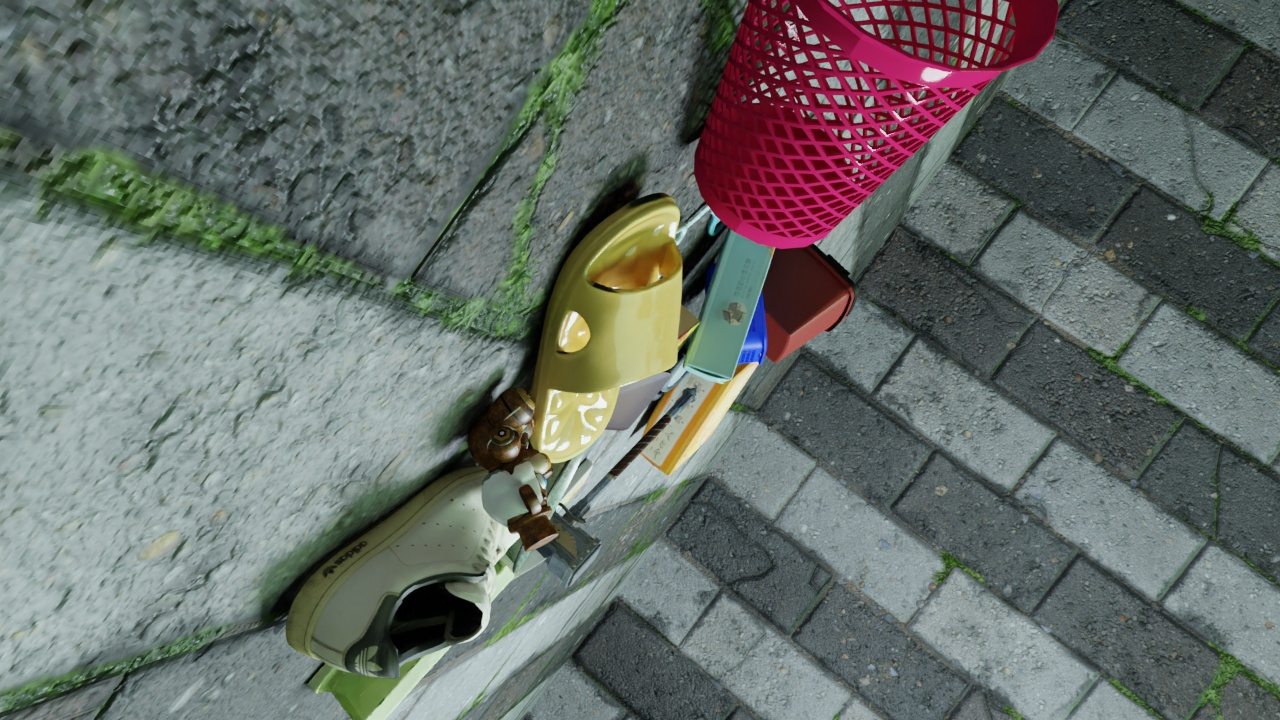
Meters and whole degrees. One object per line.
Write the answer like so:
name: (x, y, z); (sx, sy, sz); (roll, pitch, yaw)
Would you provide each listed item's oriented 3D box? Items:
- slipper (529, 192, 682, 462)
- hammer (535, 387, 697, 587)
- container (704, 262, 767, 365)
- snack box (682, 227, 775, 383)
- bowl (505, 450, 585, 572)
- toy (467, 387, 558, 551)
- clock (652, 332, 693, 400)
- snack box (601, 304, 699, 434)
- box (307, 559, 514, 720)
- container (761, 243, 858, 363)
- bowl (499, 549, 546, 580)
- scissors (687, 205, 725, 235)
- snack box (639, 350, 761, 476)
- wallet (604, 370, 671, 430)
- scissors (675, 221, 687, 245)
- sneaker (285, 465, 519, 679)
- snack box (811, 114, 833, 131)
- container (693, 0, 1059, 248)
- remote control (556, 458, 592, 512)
slipper: (-0.024, -0.004, 0.712); (0.099, 0.078, 0.264); (-18, 144, -37)
hammer: (-0.021, 0.124, 1.090); (0.321, 0.098, 0.044); (-43, 165, -38)
container: (0.107, -0.054, 1.052); (0.096, 0.058, 0.114); (82, 3, -74)
snack box: (0.094, -0.064, 0.954); (0.075, 0.053, 0.174); (86, 22, -87)
bowl: (-0.100, 0.126, 0.892); (0.157, 0.038, 0.157); (-62, 177, -6)
toy: (-0.094, 0.086, 0.699); (0.067, 0.112, 0.087); (-26, 164, -16)
clock: (0.025, 0.000, 1.032); (0.129, 0.052, 0.090); (-47, 168, -5)
snack box: (-0.005, 0.005, 0.920); (0.088, 0.040, 0.126); (-38, 167, -51)
box: (-0.208, 0.237, 0.836); (0.187, 0.089, 0.078); (-50, -162, -18)
container: (0.216, -0.106, 1.211); (0.200, 0.148, 0.127); (-38, 164, -21)
bowl: (-0.156, 0.215, 0.955); (0.110, 0.040, 0.110); (-29, 174, -3)
scissors: (0.076, -0.152, 0.888); (0.136, 0.015, 0.126); (-40, 162, -27)
snack box: (0.084, 0.049, 1.317); (0.144, 0.080, 0.196); (-35, 159, -55)
wallet: (-0.039, 0.032, 0.837); (0.115, 0.018, 0.092); (4, 136, -41)
scissors: (-0.011, -0.063, 0.810); (0.169, 0.023, 0.171); (-49, 172, 10)
sneaker: (-0.138, 0.155, 0.685); (0.240, 0.102, 0.089); (-30, 133, -53)
snack box: (0.171, -0.205, 1.045); (0.081, 0.026, 0.150); (-48, 166, -24)
container: (0.132, -0.190, 0.630); (0.182, 0.183, 0.226); (-46, 174, -30)
remote control: (-0.099, 0.168, 1.128); (0.125, 0.018, 0.038); (-45, 166, -40)
